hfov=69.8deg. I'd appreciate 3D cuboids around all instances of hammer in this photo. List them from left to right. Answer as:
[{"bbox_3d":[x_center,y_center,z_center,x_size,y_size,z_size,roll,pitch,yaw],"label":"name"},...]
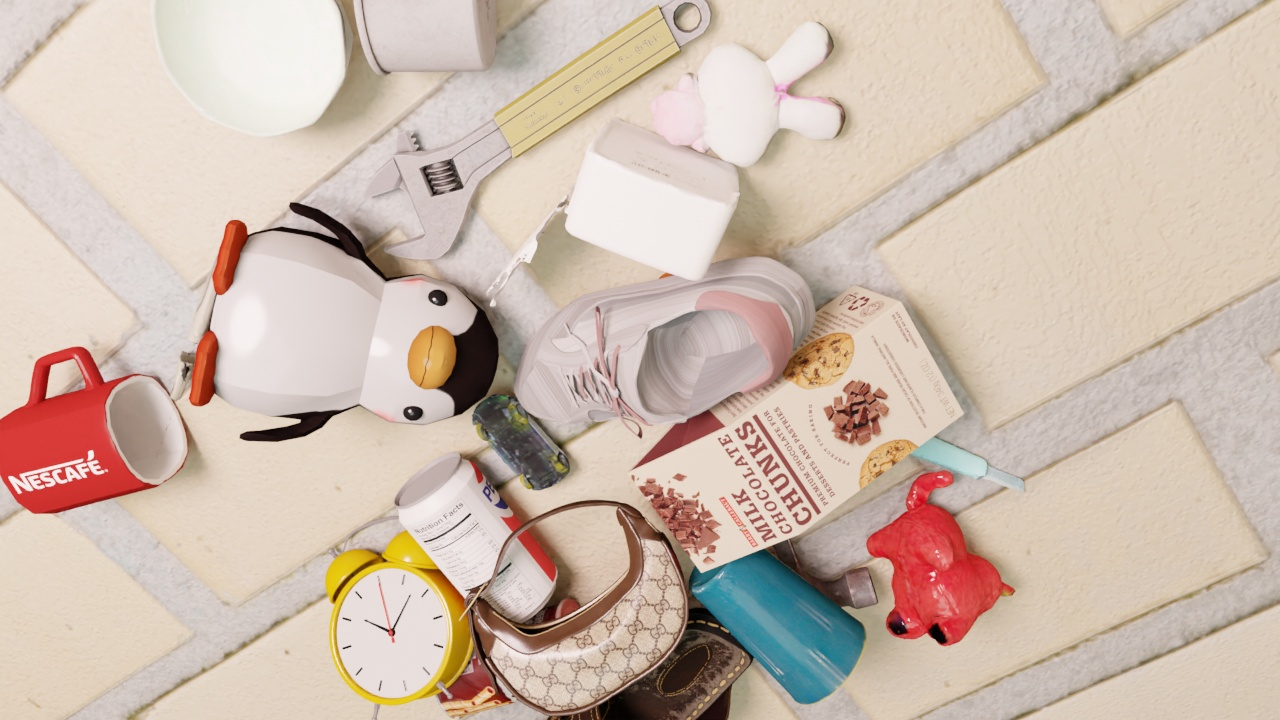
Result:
[{"bbox_3d":[0.071,0.078,0.697,0.138,0.035,0.314,-18,112,12],"label":"hammer"}]

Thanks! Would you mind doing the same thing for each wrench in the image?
[{"bbox_3d":[-0.071,-0.155,0.605,0.274,0.018,0.083,-28,110,15],"label":"wrench"}]

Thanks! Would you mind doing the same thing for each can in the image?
[{"bbox_3d":[-0.127,0.141,0.717,0.070,0.070,0.132,-29,110,15],"label":"can"}]

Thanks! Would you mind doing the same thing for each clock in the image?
[{"bbox_3d":[-0.197,0.203,0.738,0.114,0.052,0.152,-21,77,12],"label":"clock"}]

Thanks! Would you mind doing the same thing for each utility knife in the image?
[{"bbox_3d":[0.232,0.073,0.695,0.141,0.015,0.022,22,95,-7],"label":"utility knife"}]

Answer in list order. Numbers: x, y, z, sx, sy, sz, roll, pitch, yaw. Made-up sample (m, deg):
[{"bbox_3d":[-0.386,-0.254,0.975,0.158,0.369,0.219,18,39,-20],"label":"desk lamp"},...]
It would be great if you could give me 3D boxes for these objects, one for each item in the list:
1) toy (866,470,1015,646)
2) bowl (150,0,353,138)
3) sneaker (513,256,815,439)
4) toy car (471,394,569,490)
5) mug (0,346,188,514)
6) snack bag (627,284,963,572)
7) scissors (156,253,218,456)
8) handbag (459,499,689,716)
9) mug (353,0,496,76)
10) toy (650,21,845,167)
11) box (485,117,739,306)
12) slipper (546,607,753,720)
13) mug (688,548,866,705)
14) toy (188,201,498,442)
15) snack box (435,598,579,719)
[{"bbox_3d":[0.235,0.146,0.713,0.094,0.088,0.133,-9,96,-28],"label":"toy"},{"bbox_3d":[-0.231,-0.203,0.569,0.117,0.061,0.117,2,115,3],"label":"bowl"},{"bbox_3d":[-0.003,0.003,0.609,0.237,0.089,0.099,-19,106,30],"label":"sneaker"},{"bbox_3d":[-0.091,0.061,0.701,0.039,0.027,0.090,-31,110,19],"label":"toy car"},{"bbox_3d":[-0.417,0.048,0.687,0.097,0.080,0.116,-15,106,9],"label":"mug"},{"bbox_3d":[0.100,0.051,0.629,0.206,0.070,0.094,-36,108,-2],"label":"snack bag"},{"bbox_3d":[-0.308,-0.009,0.632,0.012,0.171,0.157,18,77,-27],"label":"scissors"},{"bbox_3d":[-0.050,0.180,0.684,0.166,0.063,0.138,-32,91,0],"label":"handbag"},{"bbox_3d":[-0.127,-0.211,0.532,0.070,0.113,0.084,0,99,1],"label":"mug"},{"bbox_3d":[0.068,-0.165,0.582,0.122,0.038,0.079,-12,113,1],"label":"toy"},{"bbox_3d":[-0.029,-0.080,0.590,0.151,0.107,0.132,20,114,-3],"label":"box"},{"bbox_3d":[-0.002,0.301,0.768,0.113,0.075,0.269,33,123,-12],"label":"slipper"},{"bbox_3d":[0.099,0.187,0.687,0.121,0.078,0.078,43,110,-7],"label":"mug"},{"bbox_3d":[-0.192,-0.015,0.635,0.184,0.140,0.159,12,91,-15],"label":"toy"},{"bbox_3d":[-0.105,0.250,0.765,0.121,0.072,0.072,-19,112,12],"label":"snack box"}]
